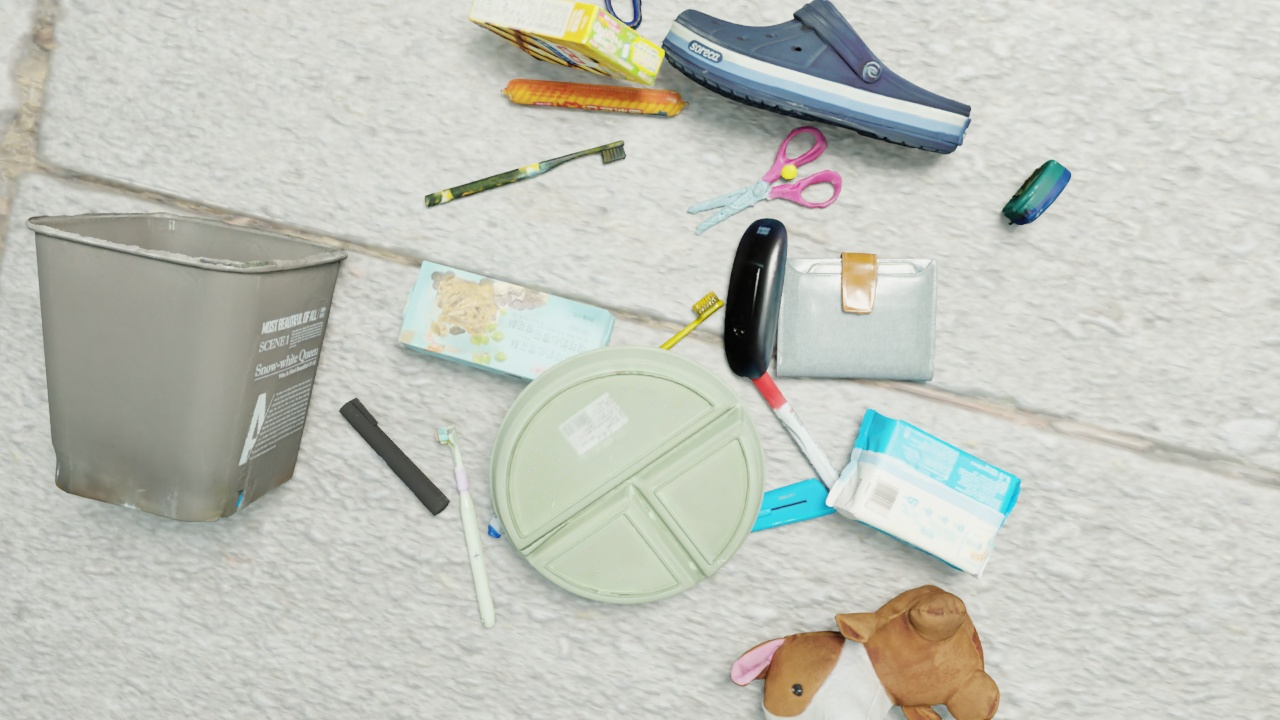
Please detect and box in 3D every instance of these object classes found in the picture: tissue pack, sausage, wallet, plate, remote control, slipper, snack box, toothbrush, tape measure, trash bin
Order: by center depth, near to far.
[{"bbox_3d":[0.141,-0.233,0.719,0.253,0.105,0.095,19,103,4],"label":"slipper"},{"bbox_3d":[-0.059,-0.258,0.726,0.140,0.086,0.034,24,97,37],"label":"snack box"},{"bbox_3d":[0.313,-0.133,0.727,0.025,0.058,0.054,37,100,3],"label":"tape measure"},{"bbox_3d":[0.232,0.109,0.749,0.140,0.063,0.090,26,83,4],"label":"tissue pack"},{"bbox_3d":[-0.010,0.101,0.752,0.230,0.027,0.230,0,105,-2],"label":"plate"},{"bbox_3d":[0.180,-0.037,0.764,0.130,0.037,0.106,2,95,7],"label":"wallet"},{"bbox_3d":[0.094,-0.052,0.770,0.053,0.024,0.136,12,97,45],"label":"remote control"},{"bbox_3d":[-0.376,-0.001,0.772,0.199,0.198,0.220,11,102,7],"label":"trash bin"},{"bbox_3d":[-0.040,-0.226,0.787,0.165,0.021,0.021,7,95,8],"label":"sausage"},{"bbox_3d":[-0.114,-0.025,0.791,0.175,0.051,0.074,15,83,7],"label":"snack box"},{"bbox_3d":[-0.005,0.005,0.803,0.190,0.015,0.016,-40,84,9],"label":"toothbrush"},{"bbox_3d":[-0.102,-0.161,0.806,0.186,0.012,0.017,-14,103,8],"label":"toothbrush"},{"bbox_3d":[-0.157,0.152,0.833,0.020,0.029,0.189,-14,95,-32],"label":"toothbrush"}]

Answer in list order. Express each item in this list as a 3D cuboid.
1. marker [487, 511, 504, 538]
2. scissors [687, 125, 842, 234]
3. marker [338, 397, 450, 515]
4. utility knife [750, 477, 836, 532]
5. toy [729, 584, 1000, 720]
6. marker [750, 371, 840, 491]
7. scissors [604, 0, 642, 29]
[{"bbox_3d":[-0.106,0.091,0.822,0.017,0.017,0.146,23,97,6],"label":"marker"},{"bbox_3d":[0.107,-0.136,0.780,0.138,0.017,0.077,-32,98,13],"label":"scissors"},{"bbox_3d":[-0.224,0.087,0.837,0.132,0.020,0.022,47,107,3],"label":"marker"},{"bbox_3d":[0.076,0.141,0.801,0.186,0.018,0.034,-17,92,10],"label":"utility knife"},{"bbox_3d":[0.183,0.264,0.749,0.200,0.130,0.140,-23,97,18],"label":"toy"},{"bbox_3d":[0.142,0.069,0.786,0.017,0.017,0.145,-35,89,9],"label":"marker"},{"bbox_3d":[0.001,-0.364,0.777,0.176,0.012,0.162,17,97,7],"label":"scissors"}]
